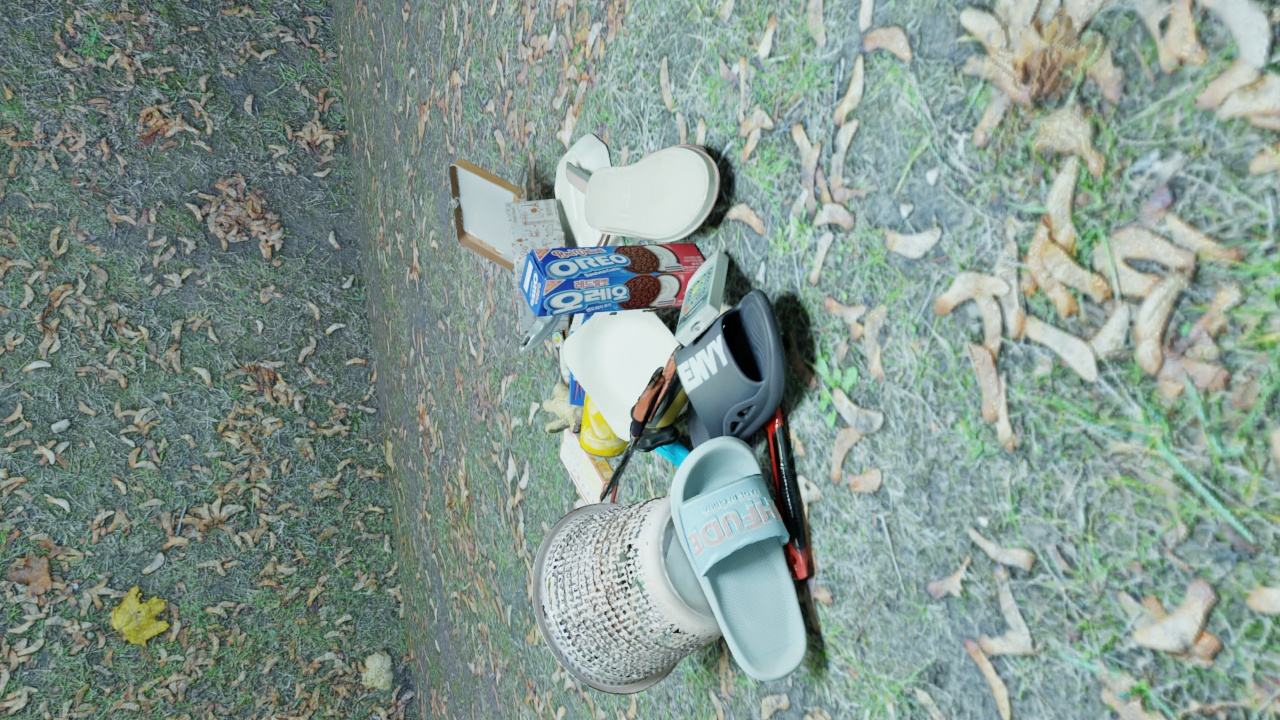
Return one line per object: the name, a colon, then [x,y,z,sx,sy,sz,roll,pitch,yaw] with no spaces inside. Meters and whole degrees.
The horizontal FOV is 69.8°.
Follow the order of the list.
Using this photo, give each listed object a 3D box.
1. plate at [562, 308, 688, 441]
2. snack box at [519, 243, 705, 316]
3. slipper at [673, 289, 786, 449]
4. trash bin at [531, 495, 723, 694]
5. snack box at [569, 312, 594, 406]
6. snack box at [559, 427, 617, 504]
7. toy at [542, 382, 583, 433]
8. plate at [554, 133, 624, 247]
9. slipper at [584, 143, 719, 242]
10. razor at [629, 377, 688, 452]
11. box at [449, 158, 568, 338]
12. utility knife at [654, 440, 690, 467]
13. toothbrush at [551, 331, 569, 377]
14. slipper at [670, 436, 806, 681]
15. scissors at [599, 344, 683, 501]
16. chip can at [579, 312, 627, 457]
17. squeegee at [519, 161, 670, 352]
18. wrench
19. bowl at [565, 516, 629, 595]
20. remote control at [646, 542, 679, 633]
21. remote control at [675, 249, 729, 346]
plate: [-0.007,0.007,1.142,0.164,0.034,0.164,-35,90,37]
snack box: [-0.027,-0.091,1.031,0.058,0.207,0.057,109,145,-42]
slipper: [0.078,0.035,0.962,0.269,0.083,0.110,110,147,-55]
trash bin: [0.020,0.245,1.031,0.193,0.227,0.227,-36,62,47]
snack box: [-0.079,-0.016,1.285,0.157,0.026,0.084,95,-175,-48]
snack box: [-0.081,0.164,1.402,0.155,0.027,0.077,54,140,46]
toy: [-0.106,0.072,1.402,0.105,0.066,0.157,-50,27,-9]
plate: [-0.078,-0.190,1.313,0.162,0.034,0.265,-23,74,63]
slipper: [0.016,-0.194,1.091,0.275,0.054,0.114,8,94,58]
razor: [0.042,0.039,1.078,0.168,0.067,0.062,-56,17,29]
box: [-0.191,-0.178,1.403,0.273,0.124,0.179,49,153,29]
utility knife: [0.048,0.116,1.113,0.216,0.018,0.034,-150,56,-67]
toothbrush: [-0.119,-0.009,1.393,0.189,0.020,0.029,-117,29,-70]
slipper: [0.102,0.196,0.914,0.074,0.104,0.245,113,140,-75]
scissors: [-0.005,0.080,1.031,0.015,0.205,0.197,32,171,11]
chip can: [-0.038,0.024,1.237,0.072,0.072,0.214,48,137,51]
squeegee: [-0.086,-0.112,1.227,0.248,0.040,0.250,41,101,41]
wrench: [0.143,0.086,0.939,0.056,0.016,0.273,165,99,-69]
bowl: [-0.058,0.276,1.329,0.116,0.066,0.116,21,115,58]
remote control: [0.037,0.284,1.189,0.053,0.024,0.136,-44,57,58]
remote control: [0.066,-0.069,0.968,0.056,0.019,0.134,-47,14,30]
